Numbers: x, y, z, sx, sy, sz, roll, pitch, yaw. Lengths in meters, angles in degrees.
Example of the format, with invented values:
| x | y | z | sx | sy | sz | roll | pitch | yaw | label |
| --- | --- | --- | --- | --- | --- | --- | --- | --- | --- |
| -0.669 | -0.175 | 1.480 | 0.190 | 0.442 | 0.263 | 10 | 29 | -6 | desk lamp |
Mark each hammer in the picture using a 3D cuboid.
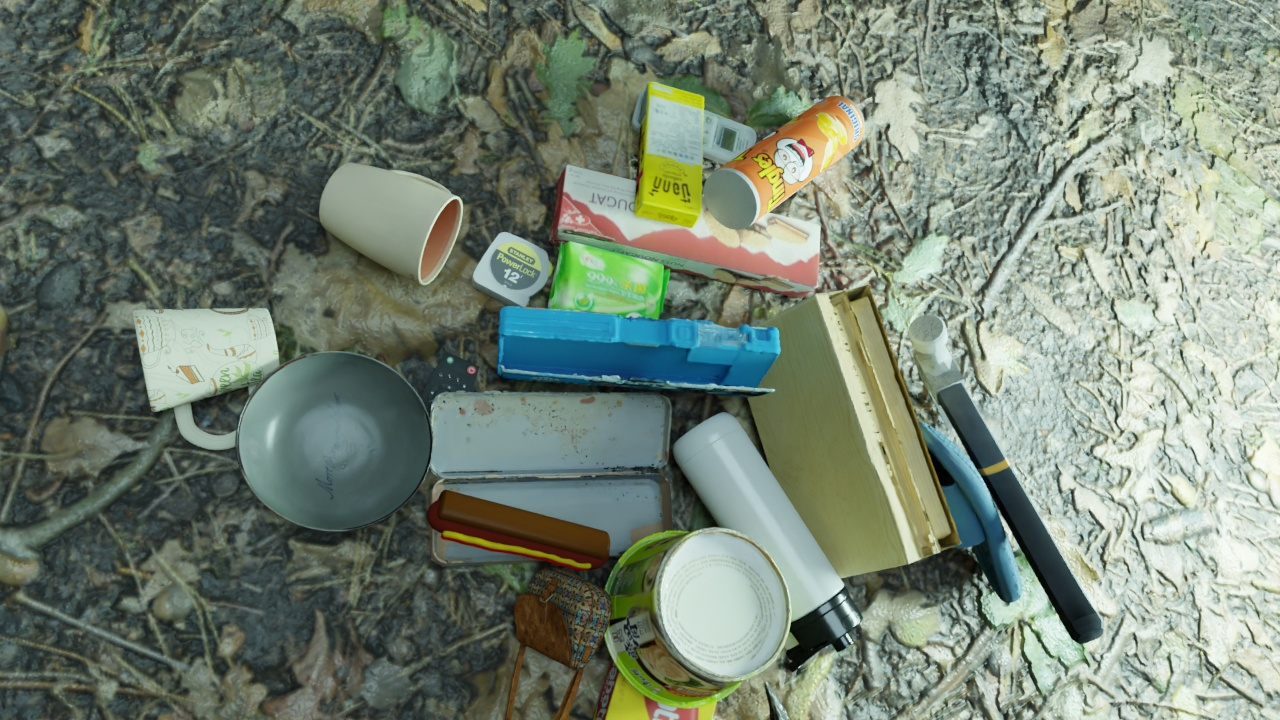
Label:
| x | y | z | sx | sy | sz | roll | pitch | yaw | label |
| --- | --- | --- | --- | --- | --- | --- | --- | --- | --- |
| -0.030 | 0.320 | 0.698 | 0.326 | 0.036 | 0.141 | -1 | 116 | -11 | hammer |
| 0.334 | 0.109 | 0.852 | 0.035 | 0.139 | 0.312 | -25 | 54 | 9 | hammer |

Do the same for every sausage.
| x | y | z | sx | sy | sz | roll | pitch | yaw | label |
| --- | --- | --- | --- | --- | --- | --- | --- | --- | --- |
| -0.098 | 0.142 | 0.753 | 0.155 | 0.040 | 0.040 | 18 | 70 | -15 | sausage |

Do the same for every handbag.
| x | y | z | sx | sy | sz | roll | pitch | yaw | label |
| --- | --- | --- | --- | --- | --- | --- | --- | --- | --- |
| -0.088 | 0.266 | 0.742 | 0.043 | 0.094 | 0.195 | 27 | 76 | -36 | handbag |

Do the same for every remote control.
| x | y | z | sx | sy | sz | roll | pitch | yaw | label |
| --- | --- | --- | --- | --- | --- | --- | --- | --- | --- |
| 0.056 | -0.239 | 0.960 | 0.133 | 0.022 | 0.050 | 18 | 70 | -12 | remote control |
| -0.183 | 0.054 | 0.809 | 0.039 | 0.010 | 0.124 | 26 | 69 | -9 | remote control |

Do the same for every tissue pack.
| x | y | z | sx | sy | sz | roll | pitch | yaw | label |
| --- | --- | --- | --- | --- | --- | --- | --- | --- | --- |
| -0.032 | -0.056 | 0.876 | 0.114 | 0.034 | 0.099 | 12 | 70 | -16 | tissue pack |

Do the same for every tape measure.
| x | y | z | sx | sy | sz | roll | pitch | yaw | label |
| --- | --- | --- | --- | --- | --- | --- | --- | --- | --- |
| -0.119 | -0.083 | 0.864 | 0.064 | 0.017 | 0.064 | 28 | 69 | -8 | tape measure |

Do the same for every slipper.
| x | y | z | sx | sy | sz | roll | pitch | yaw | label |
| --- | --- | --- | --- | --- | --- | --- | --- | --- | --- |
| 0.305 | 0.147 | 0.880 | 0.059 | 0.103 | 0.214 | -28 | 112 | 9 | slipper |

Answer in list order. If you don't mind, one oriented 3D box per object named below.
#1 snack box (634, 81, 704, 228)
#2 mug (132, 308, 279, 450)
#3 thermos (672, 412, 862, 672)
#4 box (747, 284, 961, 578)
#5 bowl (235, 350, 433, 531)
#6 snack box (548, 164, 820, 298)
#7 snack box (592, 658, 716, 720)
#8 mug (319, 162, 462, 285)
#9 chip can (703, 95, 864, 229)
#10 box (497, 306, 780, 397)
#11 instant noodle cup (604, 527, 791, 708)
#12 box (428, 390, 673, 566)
| x | y | z | sx | sy | sz | roll | pitch | yaw | label |
| --- | --- | --- | --- | --- | --- | --- | --- | --- | --- |
| 0.029 | -0.203 | 0.902 | 0.061 | 0.026 | 0.148 | 11 | 63 | -15 | snack box |
| -0.346 | 0.013 | 0.745 | 0.097 | 0.081 | 0.122 | -11 | 99 | -27 | mug |
| 0.108 | 0.165 | 0.837 | 0.068 | 0.102 | 0.230 | -22 | 73 | -39 | thermos |
| 0.200 | 0.067 | 0.862 | 0.148 | 0.141 | 0.248 | -12 | 79 | -28 | box |
| -0.250 | 0.070 | 0.758 | 0.150 | 0.057 | 0.150 | 5 | 73 | -16 | bowl |
| 0.049 | -0.126 | 0.914 | 0.272 | 0.044 | 0.076 | 11 | 70 | -14 | snack box |
| 0.003 | 0.329 | 0.771 | 0.092 | 0.042 | 0.200 | 22 | 69 | -11 | snack box |
| -0.217 | -0.134 | 0.820 | 0.104 | 0.085 | 0.111 | 24 | 41 | 2 | mug |
| 0.150 | -0.205 | 0.933 | 0.062 | 0.062 | 0.209 | 50 | 53 | 1 | chip can |
| -0.005 | 0.006 | 0.815 | 0.243 | 0.091 | 0.066 | 4 | 64 | -8 | box |
| 0.049 | 0.204 | 0.747 | 0.146 | 0.098 | 0.146 | 8 | 66 | -18 | instant noodle cup |
| -0.076 | 0.102 | 0.806 | 0.216 | 0.063 | 0.157 | 0 | 95 | -17 | box |
